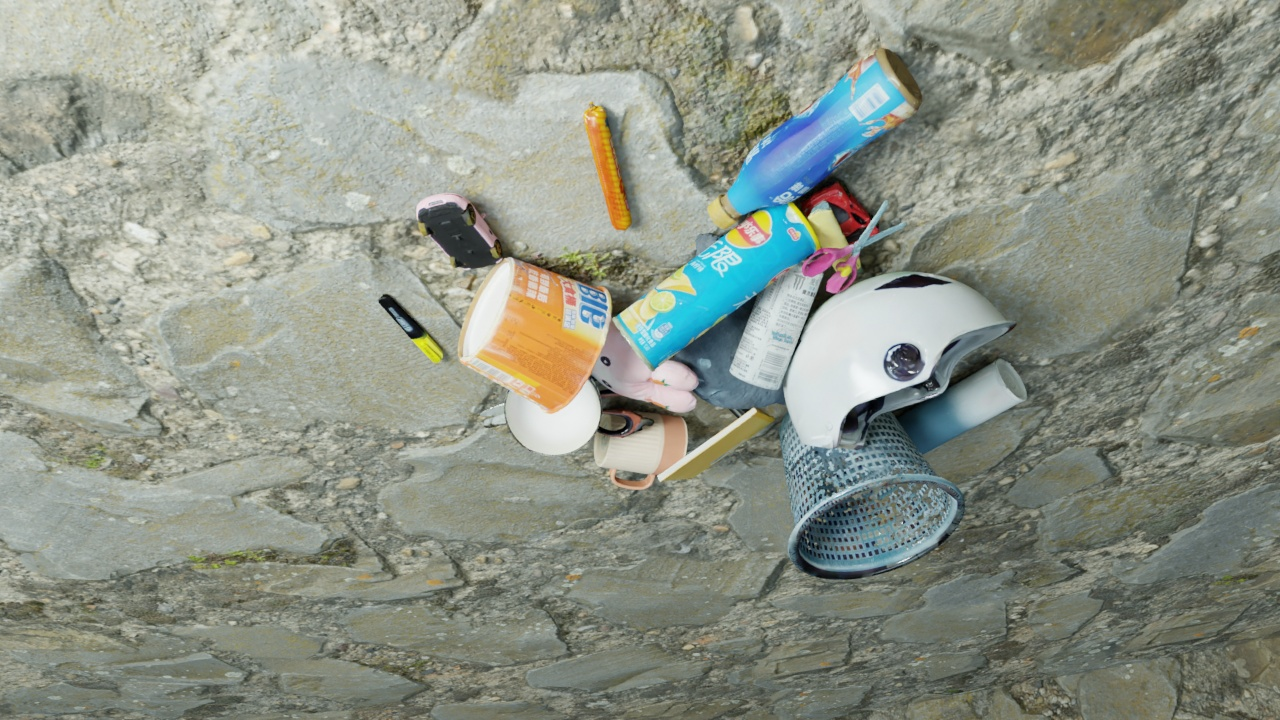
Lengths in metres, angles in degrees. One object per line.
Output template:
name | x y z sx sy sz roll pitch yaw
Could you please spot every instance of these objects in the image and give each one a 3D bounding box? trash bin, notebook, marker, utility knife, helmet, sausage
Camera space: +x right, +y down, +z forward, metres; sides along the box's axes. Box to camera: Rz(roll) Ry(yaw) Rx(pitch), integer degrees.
trash bin | 0.279 0.146 1.208 0.226 0.194 0.227 -7 137 -7
notebook | 0.103 0.111 1.180 0.146 0.010 0.206 -37 166 9
marker | -0.260 -0.035 1.041 0.018 0.015 0.124 -18 142 11
utility knife | 0.199 -0.120 0.936 0.031 0.018 0.162 -17 159 18
helmet | 0.265 -0.015 1.024 0.259 0.146 0.228 -40 162 19
sausage | -0.030 -0.179 0.870 0.021 0.021 0.165 -10 145 4

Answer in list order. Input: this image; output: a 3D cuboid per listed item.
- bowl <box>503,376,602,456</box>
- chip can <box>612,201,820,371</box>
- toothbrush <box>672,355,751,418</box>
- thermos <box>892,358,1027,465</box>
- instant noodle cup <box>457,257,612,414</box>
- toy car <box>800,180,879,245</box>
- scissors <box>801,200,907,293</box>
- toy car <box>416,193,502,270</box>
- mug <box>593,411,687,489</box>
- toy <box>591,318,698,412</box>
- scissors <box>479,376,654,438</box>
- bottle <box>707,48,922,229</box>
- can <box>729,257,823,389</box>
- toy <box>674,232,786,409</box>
bowl | -0.104 0.052 1.114 0.116 0.066 0.116 0 103 -1
chip can | 0.076 -0.077 0.922 0.210 0.071 0.071 -37 139 3
toothbrush | 0.094 0.030 1.177 0.027 0.026 0.212 -37 137 11
thermos | 0.418 0.078 1.262 0.070 0.070 0.221 21 136 -33
instant noodle cup | -0.116 -0.032 0.965 0.111 0.151 0.152 25 135 -24
toy car | 0.210 -0.144 0.949 0.049 0.031 0.106 -27 142 29
scissors | 0.213 -0.111 0.929 0.135 0.017 0.134 -14 148 -30
toy car | -0.178 -0.129 0.908 0.056 0.037 0.122 -10 157 10
mug | -0.005 0.122 1.231 0.105 0.081 0.115 9 118 -17
toy | -0.006 0.006 1.054 0.159 0.054 0.121 26 152 18
scissors | -0.090 0.069 1.159 0.193 0.015 0.207 43 100 -9
bottle | 0.151 -0.192 0.842 0.065 0.065 0.219 25 135 -36
can | 0.147 -0.044 0.989 0.058 0.058 0.147 15 101 -27
toy | 0.112 -0.009 1.083 0.138 0.091 0.356 -43 139 2
